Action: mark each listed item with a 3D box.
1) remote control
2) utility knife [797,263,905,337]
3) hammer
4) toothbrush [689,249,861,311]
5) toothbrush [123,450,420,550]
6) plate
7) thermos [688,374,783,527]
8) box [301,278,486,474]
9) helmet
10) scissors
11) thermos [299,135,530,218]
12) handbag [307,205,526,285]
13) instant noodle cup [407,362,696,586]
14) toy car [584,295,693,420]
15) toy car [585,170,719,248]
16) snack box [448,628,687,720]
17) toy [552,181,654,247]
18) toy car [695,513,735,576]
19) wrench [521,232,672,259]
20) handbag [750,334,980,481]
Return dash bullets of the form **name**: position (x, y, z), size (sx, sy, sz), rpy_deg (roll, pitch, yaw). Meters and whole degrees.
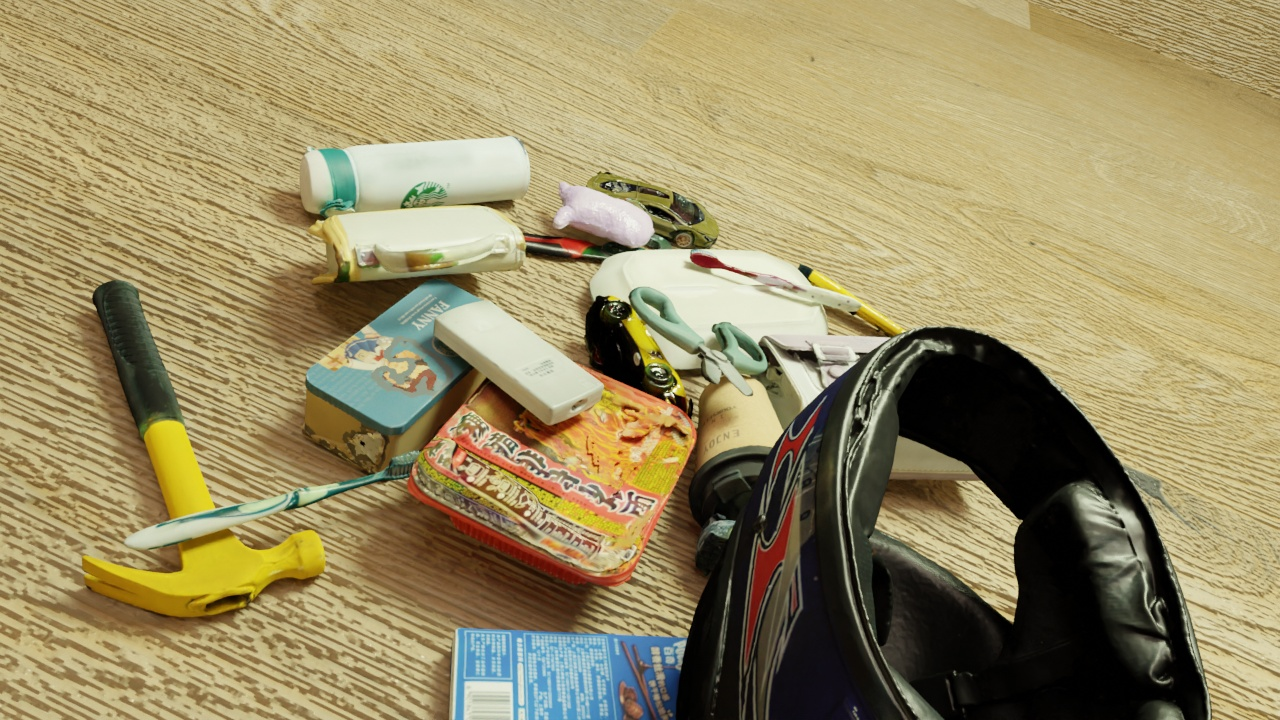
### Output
- **remote control**: position (-0.093, -0.001, 0.681), size (0.135, 0.019, 0.056), rpy_deg (34, 38, 27)
- **utility knife**: position (0.239, -0.050, 0.977), size (0.173, 0.015, 0.033), rpy_deg (35, -3, 9)
- **hammer**: position (-0.327, 0.048, 0.628), size (0.128, 0.033, 0.300), rpy_deg (-12, 49, -35)
- **toothbrush**: position (0.136, -0.080, 0.920), size (0.187, 0.016, 0.017), rpy_deg (15, 31, -12)
- **toothbrush**: position (-0.224, 0.087, 0.587), size (0.191, 0.018, 0.016), rpy_deg (-13, 50, -35)
- **plate**: position (0.079, -0.062, 0.909), size (0.265, 0.034, 0.162), rpy_deg (-3, 47, -30)
- **thermos**: position (0.081, 0.075, 0.729), size (0.093, 0.093, 0.143), rpy_deg (12, 33, -10)
- **box**: position (-0.175, 0.006, 0.717), size (0.090, 0.062, 0.183), rpy_deg (27, 41, 7)
- **helmet**: position (0.145, 0.164, 0.519), size (0.247, 0.241, 0.314), rpy_deg (18, 49, -10)
- **scissors**: position (0.069, -0.008, 0.770), size (0.169, 0.019, 0.177), rpy_deg (16, 21, -37)
- **thermos**: position (-0.222, -0.181, 0.911), size (0.223, 0.073, 0.073), rpy_deg (-13, 49, -33)
- **handbag**: position (-0.178, -0.096, 0.762), size (0.163, 0.063, 0.179), rpy_deg (-9, 11, -31)
- **instant noodle cup**: position (-0.060, 0.080, 0.664), size (0.164, 0.079, 0.188), rpy_deg (25, 39, 7)
- **toy car**: position (-0.005, 0.005, 0.782), size (0.041, 0.071, 0.155), rpy_deg (-9, 46, -29)
- **toy car**: position (0.015, -0.167, 1.015), size (0.158, 0.042, 0.070), rpy_deg (15, 40, -10)
- **snack box**: position (-0.038, 0.211, 0.565), size (0.157, 0.026, 0.084), rpy_deg (7, 41, -15)
- **toy**: position (-0.037, -0.147, 0.945), size (0.108, 0.039, 0.083), rpy_deg (19, 40, -11)
- **toy car**: position (0.099, 0.150, 0.671), size (0.120, 0.054, 0.036), rpy_deg (21, 41, 1)
- **wrench**: position (-0.093, -0.120, 0.933), size (0.273, 0.016, 0.056), rpy_deg (2, 39, -21)
- **handbag**: position (0.210, 0.033, 0.814), size (0.197, 0.099, 0.144), rpy_deg (3, 28, -11)
